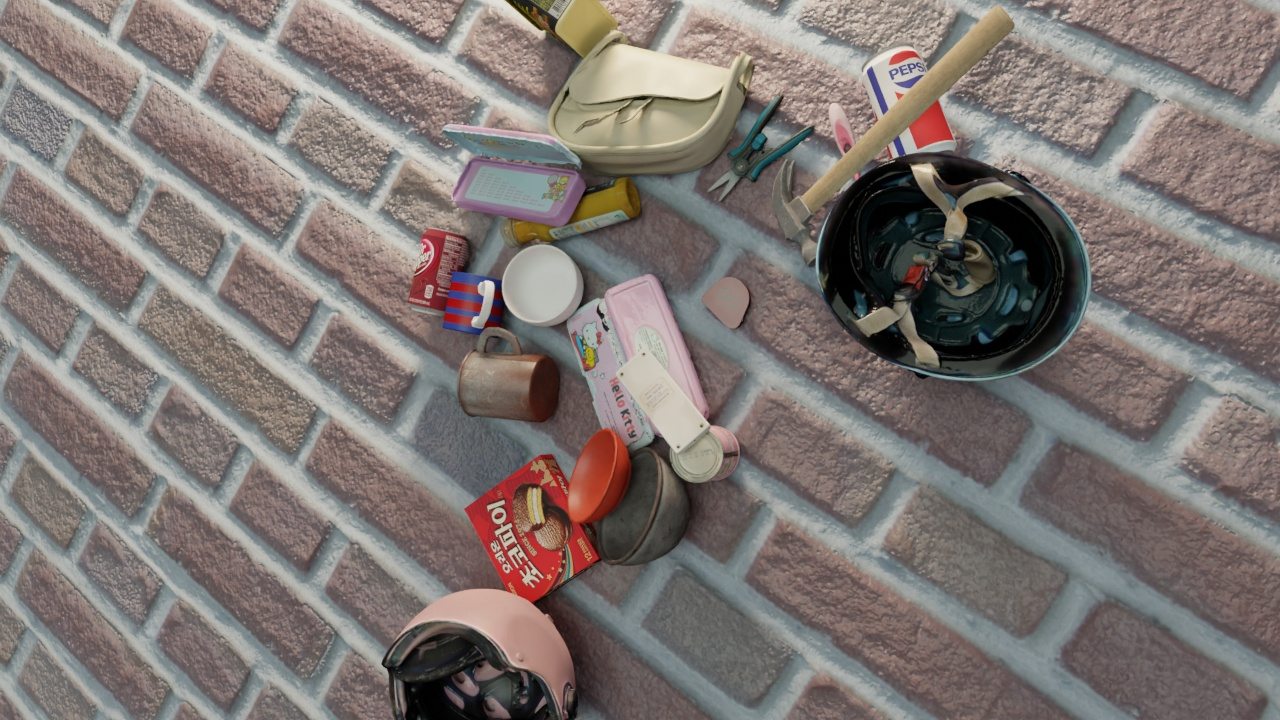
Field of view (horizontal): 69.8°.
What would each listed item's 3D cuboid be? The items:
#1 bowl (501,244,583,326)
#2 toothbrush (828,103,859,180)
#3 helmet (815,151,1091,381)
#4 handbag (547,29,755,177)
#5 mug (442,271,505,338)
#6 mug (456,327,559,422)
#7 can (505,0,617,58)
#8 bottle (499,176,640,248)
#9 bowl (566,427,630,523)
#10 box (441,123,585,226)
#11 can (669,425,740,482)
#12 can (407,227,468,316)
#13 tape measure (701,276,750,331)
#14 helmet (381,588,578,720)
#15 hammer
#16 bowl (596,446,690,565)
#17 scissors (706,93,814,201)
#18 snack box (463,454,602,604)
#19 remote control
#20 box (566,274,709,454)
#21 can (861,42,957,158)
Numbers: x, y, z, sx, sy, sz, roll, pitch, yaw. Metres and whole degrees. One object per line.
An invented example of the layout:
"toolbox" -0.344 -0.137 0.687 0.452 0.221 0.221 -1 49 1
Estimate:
"bowl" -0.122 -0.094 1.192 0.105 0.054 0.104 -3 80 17
"toothbrush" 0.247 -0.242 1.084 0.022 0.016 0.135 -18 78 18
"helmet" 0.327 -0.092 0.960 0.266 0.166 0.225 28 99 22
"handbag" 0.003 -0.321 1.129 0.229 0.132 0.184 19 88 19
"mug" -0.212 -0.072 1.203 0.075 0.112 0.076 11 90 -22
"mug" -0.170 0.017 1.182 0.110 0.096 0.123 3 110 15
"can" -0.101 -0.450 1.171 0.101 0.130 0.072 40 100 16
"bottle" -0.094 -0.188 1.192 0.186 0.053 0.053 -13 82 20
"bowl" -0.046 0.146 1.125 0.035 0.122 0.122 23 97 -23
"box" -0.176 -0.244 1.174 0.214 0.092 0.089 17 75 37
"can" 0.078 0.111 1.093 0.067 0.076 0.067 -2 86 21
"can" -0.275 -0.119 1.251 0.063 0.063 0.114 13 91 21
"tape measure" 0.111 -0.072 1.123 0.051 0.019 0.059 -45 80 11
"helmet" -0.183 0.387 1.126 0.230 0.152 0.255 -16 111 22
"hammer" 0.265 -0.249 1.004 0.332 0.030 0.119 -45 65 39
"bowl" 0.012 0.183 1.099 0.067 0.145 0.145 23 97 -23
"scissors" 0.147 -0.259 1.121 0.121 0.019 0.150 12 96 18
"snack box" -0.136 0.222 1.190 0.133 0.035 0.152 -36 75 15
"remote control" 0.026 0.047 1.081 0.050 0.011 0.135 -42 60 6
"box" -0.011 0.006 1.146 0.156 0.058 0.201 -25 77 18
"can" 0.301 -0.282 1.035 0.070 0.070 0.132 -21 79 19
